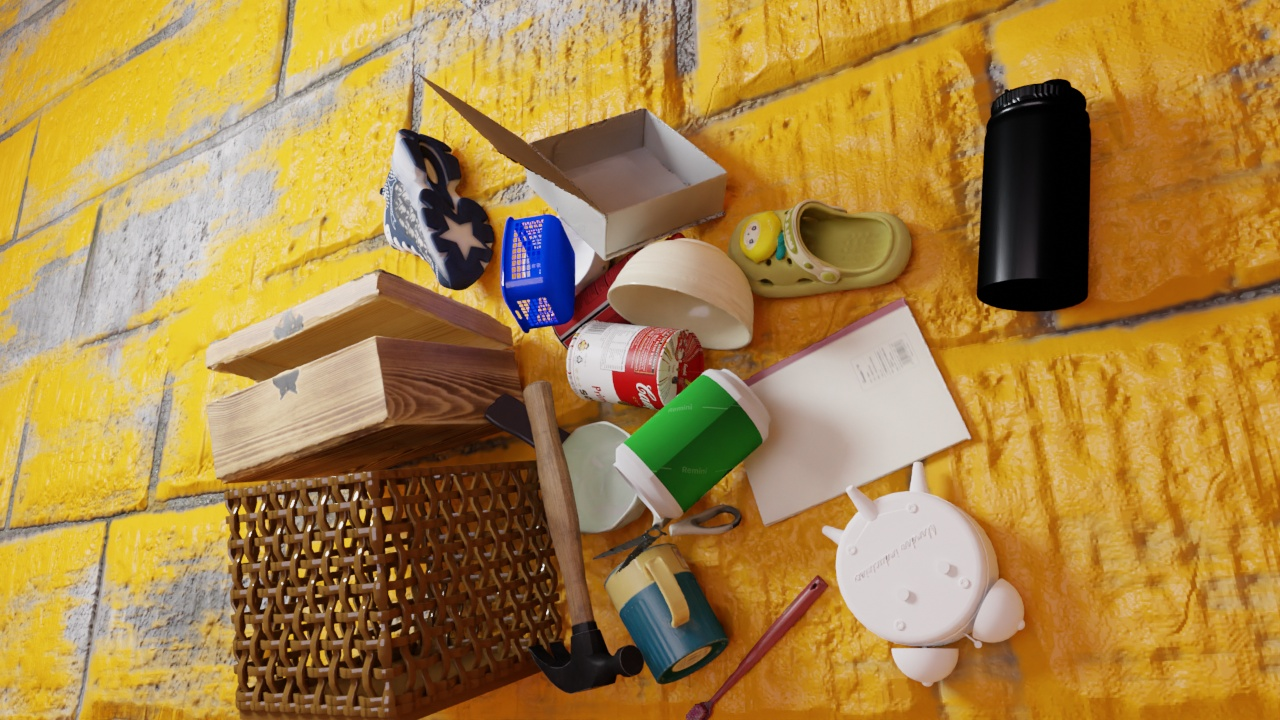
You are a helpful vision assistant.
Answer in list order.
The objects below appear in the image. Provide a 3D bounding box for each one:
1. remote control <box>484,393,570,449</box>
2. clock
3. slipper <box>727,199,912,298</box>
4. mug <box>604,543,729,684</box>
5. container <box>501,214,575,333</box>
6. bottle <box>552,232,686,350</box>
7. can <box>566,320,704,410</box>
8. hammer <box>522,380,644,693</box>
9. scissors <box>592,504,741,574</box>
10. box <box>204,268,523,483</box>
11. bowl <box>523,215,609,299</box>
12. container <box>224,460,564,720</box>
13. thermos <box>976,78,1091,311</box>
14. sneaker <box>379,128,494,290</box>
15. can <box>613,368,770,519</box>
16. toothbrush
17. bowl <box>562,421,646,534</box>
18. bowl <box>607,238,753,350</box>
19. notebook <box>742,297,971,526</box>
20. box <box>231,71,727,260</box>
[{"bbox_3d":[-0.113,0.081,1.018,0.124,0.046,0.009,32,134,7],"label":"remote control"},{"bbox_3d":[0.229,0.176,0.766,0.125,0.072,0.160,-40,57,17],"label":"clock"},{"bbox_3d":[0.165,-0.112,0.899,0.191,0.081,0.091,3,79,31],"label":"slipper"},{"bbox_3d":[0.024,0.233,0.862,0.083,0.114,0.107,-22,58,-14],"label":"mug"},{"bbox_3d":[-0.107,-0.096,0.991,0.058,0.096,0.114,-8,57,10],"label":"container"},{"bbox_3d":[-0.016,-0.076,1.016,0.177,0.062,0.062,-37,58,19],"label":"bottle"},{"bbox_3d":[-0.005,0.006,0.954,0.117,0.086,0.086,7,79,35],"label":"can"},{"bbox_3d":[-0.078,0.168,0.911,0.133,0.040,0.305,-34,61,43],"label":"hammer"},{"bbox_3d":[0.020,0.157,0.879,0.154,0.163,0.013,-122,30,-64],"label":"scissors"},{"bbox_3d":[-0.310,0.036,1.068,0.280,0.244,0.168,-20,74,27],"label":"box"},{"bbox_3d":[-0.081,-0.115,1.077,0.105,0.054,0.104,-10,70,29],"label":"bowl"},{"bbox_3d":[-0.243,0.223,0.929,0.220,0.251,0.214,-10,82,30],"label":"container"},{"bbox_3d":[0.340,-0.150,0.790,0.086,0.086,0.198,-1,74,33],"label":"thermos"},{"bbox_3d":[-0.288,-0.178,1.222,0.133,0.103,0.269,-47,54,30],"label":"sneaker"},{"bbox_3d":[0.049,0.079,0.872,0.139,0.088,0.088,-41,54,-8],"label":"can"},{"bbox_3d":[0.106,0.272,0.852,0.190,0.016,0.016,-50,54,10],"label":"toothbrush"},{"bbox_3d":[-0.033,0.127,0.963,0.118,0.061,0.117,-11,70,30],"label":"bowl"},{"bbox_3d":[0.049,-0.074,0.925,0.151,0.150,0.075,8,71,35],"label":"bowl"},{"bbox_3d":[0.185,0.050,0.875,0.209,0.012,0.153,-29,60,23],"label":"notebook"},{"bbox_3d":[-0.129,-0.188,0.898,0.166,0.477,0.119,46,126,35],"label":"box"}]
